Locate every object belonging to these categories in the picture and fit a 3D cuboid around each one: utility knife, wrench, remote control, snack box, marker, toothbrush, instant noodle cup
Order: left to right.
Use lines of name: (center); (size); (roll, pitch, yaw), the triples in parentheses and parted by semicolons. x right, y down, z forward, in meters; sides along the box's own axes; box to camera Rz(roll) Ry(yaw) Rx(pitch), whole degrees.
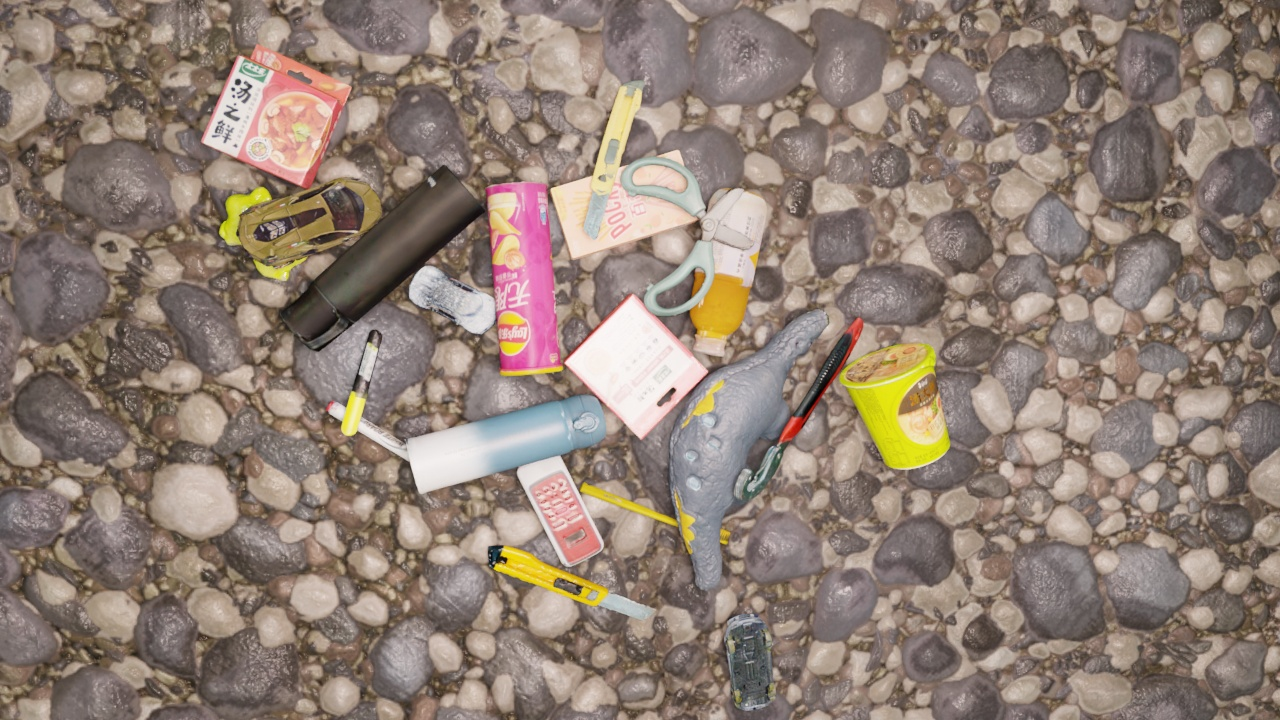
snack box: (-0.394, -0.268, 0.998); (0.113, 0.044, 0.127); (23, 90, -8)
marker: (-0.313, 0.024, 1.033); (0.018, 0.015, 0.124); (15, 79, -13)
marker: (-0.292, 0.090, 1.047); (0.145, 0.017, 0.017); (33, 89, -8)
remote control: (-0.094, 0.173, 1.075); (0.056, 0.020, 0.136); (-26, 97, -4)
utility knife: (-0.082, 0.265, 1.084); (0.216, 0.015, 0.033); (23, 93, -8)
utility knife: (-0.032, -0.230, 1.041); (0.031, 0.021, 0.204); (14, 81, 6)
snack box: (-0.018, -0.179, 1.059); (0.157, 0.026, 0.084); (-18, 95, -6)
snack box: (-0.006, 0.006, 1.063); (0.113, 0.044, 0.127); (-45, 96, -3)
toothbrush: (0.019, 0.180, 1.092); (0.190, 0.016, 0.016); (21, 86, -8)
wrench: (0.188, 0.056, 1.062); (0.016, 0.056, 0.272); (26, 66, 31)
instant noodle cup: (0.308, 0.058, 1.080); (0.111, 0.111, 0.123); (-25, 104, -5)

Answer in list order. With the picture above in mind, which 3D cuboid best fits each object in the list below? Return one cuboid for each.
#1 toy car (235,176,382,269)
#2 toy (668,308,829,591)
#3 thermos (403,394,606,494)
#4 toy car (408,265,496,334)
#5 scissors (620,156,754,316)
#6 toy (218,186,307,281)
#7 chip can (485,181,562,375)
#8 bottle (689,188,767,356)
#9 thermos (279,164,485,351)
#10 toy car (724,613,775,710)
toy car: (-0.355, -0.153, 0.993); (0.157, 0.042, 0.070); (-29, 98, -29)
toy: (0.105, 0.086, 1.058); (0.138, 0.091, 0.356); (26, 89, -20)
thermos: (-0.149, 0.090, 1.030); (0.220, 0.070, 0.070); (-15, 95, -10)
toy car: (-0.211, -0.068, 1.040); (0.105, 0.031, 0.049); (27, 91, -9)
scissors: (0.034, -0.137, 1.027); (0.171, 0.019, 0.170); (30, 96, 8)
toy: (-0.411, -0.140, 1.011); (0.100, 0.031, 0.096); (12, 90, -7)
chip can: (-0.131, -0.090, 1.028); (0.071, 0.071, 0.210); (-5, 94, -7)
bottle: (0.097, -0.100, 1.057); (0.068, 0.068, 0.189); (11, 92, -8)
thermos: (-0.278, -0.105, 1.003); (0.242, 0.090, 0.068); (-43, 134, -3)
toy car: (0.132, 0.365, 1.108); (0.054, 0.037, 0.121); (-10, 105, -7)
